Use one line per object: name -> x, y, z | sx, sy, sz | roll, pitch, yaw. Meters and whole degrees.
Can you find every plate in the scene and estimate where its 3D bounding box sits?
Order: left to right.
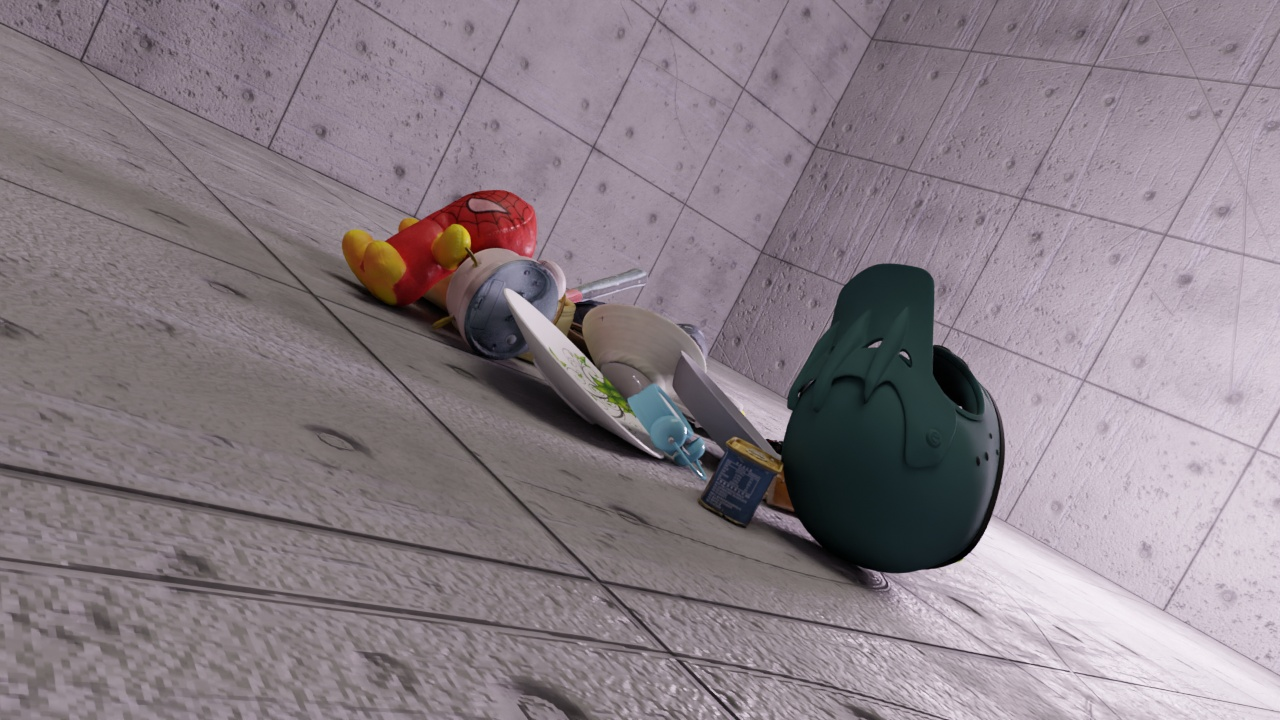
plate -> -0.065, 0.021, 0.914 | 0.229, 0.030, 0.229 | 47, 3, -3

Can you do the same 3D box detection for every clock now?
clock -> -0.139, -0.063, 1.003 | 0.157, 0.117, 0.059 | 8, 23, -47
clock -> 0.028, 0.073, 0.918 | 0.123, 0.042, 0.087 | 55, 7, 34
clock -> 0.090, 0.068, 1.311 | 0.120, 0.061, 0.159 | 28, -4, 1

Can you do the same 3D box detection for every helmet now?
helmet -> 0.236, 0.060, 0.882 | 0.200, 0.274, 0.177 | 35, -27, -29

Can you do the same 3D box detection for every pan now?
pan -> 0.150, 0.110, 1.139 | 0.356, 0.051, 0.200 | 43, 7, -42

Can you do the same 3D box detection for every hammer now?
hammer -> -0.106, -0.101, 1.387 | 0.141, 0.036, 0.325 | 20, 26, 33

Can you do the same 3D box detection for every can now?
can -> 0.091, 0.108, 0.828 | 0.054, 0.059, 0.099 | 28, 5, 11

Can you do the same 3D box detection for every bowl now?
bowl -> -0.007, 0.007, 1.185 | 0.177, 0.057, 0.177 | 20, -33, 13

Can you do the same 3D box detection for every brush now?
brush -> 0.173, 0.142, 1.005 | 0.039, 0.049, 0.117 | -1, -17, 46

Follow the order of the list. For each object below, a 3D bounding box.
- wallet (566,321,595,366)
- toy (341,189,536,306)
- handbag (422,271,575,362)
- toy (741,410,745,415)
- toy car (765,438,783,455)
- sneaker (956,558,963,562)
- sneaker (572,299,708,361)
wallet -> -0.057, -0.006, 1.295 | 0.121, 0.026, 0.099 | 25, -24, -4
toy -> -0.215, -0.130, 1.033 | 0.215, 0.099, 0.147 | -22, 35, -26
handbag -> -0.203, -0.083, 1.143 | 0.233, 0.088, 0.190 | 30, 9, 33
toy -> 0.126, 0.082, 1.480 | 0.094, 0.041, 0.095 | 20, 7, -20
toy car -> 0.205, 0.142, 1.278 | 0.092, 0.036, 0.042 | 38, 9, 15
sneaker -> 0.344, 0.210, 1.133 | 0.116, 0.091, 0.241 | 23, 22, 22
sneaker -> -0.013, -0.017, 1.383 | 0.252, 0.097, 0.150 | 12, 13, -9
